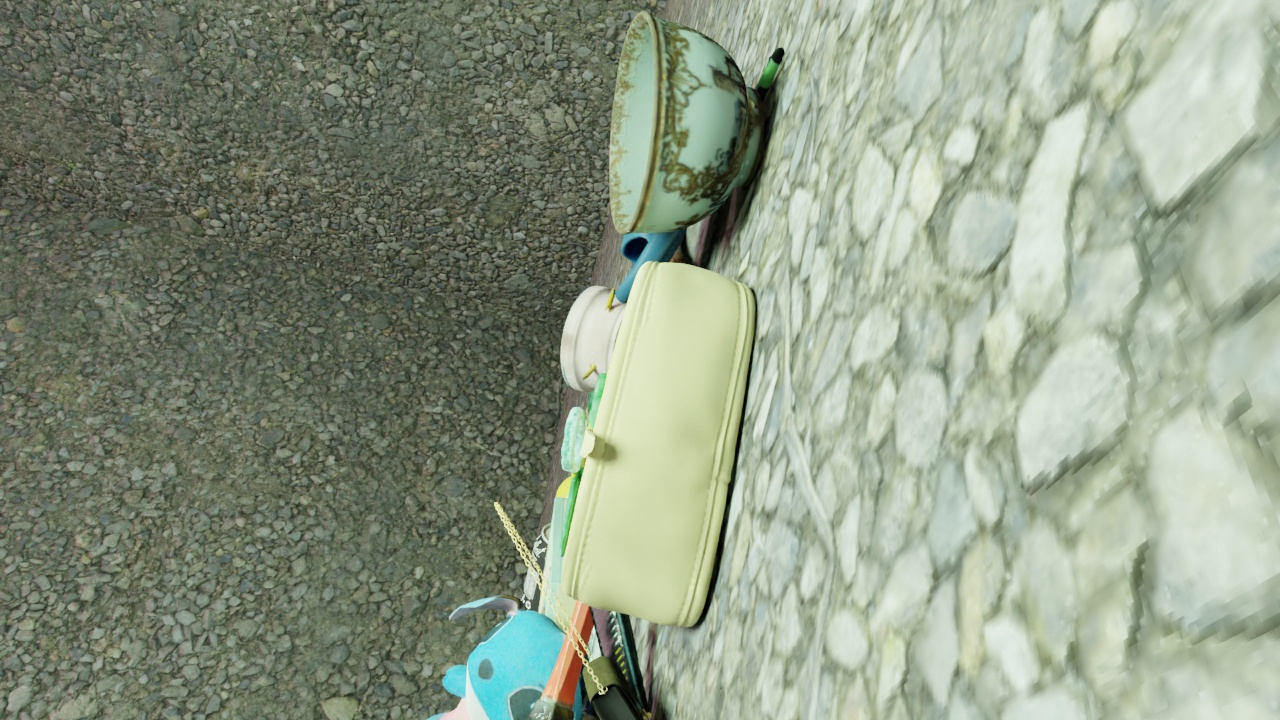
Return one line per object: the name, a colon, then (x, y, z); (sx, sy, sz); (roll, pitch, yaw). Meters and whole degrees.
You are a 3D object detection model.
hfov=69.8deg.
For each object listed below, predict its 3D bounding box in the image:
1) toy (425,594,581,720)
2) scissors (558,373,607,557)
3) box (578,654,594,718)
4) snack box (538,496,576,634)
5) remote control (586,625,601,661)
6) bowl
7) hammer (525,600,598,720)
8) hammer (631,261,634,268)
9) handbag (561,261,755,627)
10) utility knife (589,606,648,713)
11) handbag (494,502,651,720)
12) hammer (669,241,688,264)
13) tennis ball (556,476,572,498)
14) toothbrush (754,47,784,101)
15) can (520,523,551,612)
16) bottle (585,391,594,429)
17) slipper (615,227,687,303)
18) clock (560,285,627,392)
toy: (-0.115, 0.323, 0.811); (0.224, 0.098, 0.192); (44, 111, 41)
scissors: (-0.039, 0.068, 0.600); (0.123, 0.011, 0.127); (42, -120, -78)
box: (-0.090, 0.402, 0.871); (0.243, 0.060, 0.175); (-133, 56, -82)
snack box: (-0.081, 0.247, 0.957); (0.193, 0.044, 0.141); (-102, 20, -73)
remote control: (-0.034, 0.250, 0.835); (0.133, 0.022, 0.050); (157, 124, -82)
bowl: (0.036, -0.168, 0.679); (0.160, 0.094, 0.160); (-179, 91, -78)
hammer: (-0.027, 0.152, 0.723); (0.133, 0.033, 0.332); (40, -117, -49)
hammer: (-0.005, 0.005, 0.889); (0.125, 0.029, 0.310); (107, 168, -68)
handbag: (0.008, 0.043, 0.600); (0.191, 0.088, 0.232); (131, 151, -84)
utility knife: (-0.021, 0.181, 0.646); (0.029, 0.020, 0.174); (-27, 62, 27)
handbag: (-0.041, 0.164, 0.564); (0.178, 0.027, 0.084); (59, 171, 1)
hammer: (0.035, -0.069, 0.863); (0.329, 0.033, 0.120); (-95, 14, -69)
tennis ball: (-0.073, 0.174, 1.144); (0.065, 0.065, 0.065); (-169, 92, -84)
toothbrush: (0.082, -0.183, 0.732); (0.188, 0.014, 0.017); (117, 151, -66)
can: (-0.100, 0.276, 1.110); (0.080, 0.080, 0.146); (-96, 20, -72)
bottle: (-0.063, 0.094, 1.334); (0.042, 0.042, 0.110); (-88, 11, -61)
slipper: (0.023, -0.150, 0.801); (0.104, 0.059, 0.213); (162, 131, -79)
clock: (-0.027, -0.017, 1.008); (0.157, 0.059, 0.116); (22, -99, -67)
